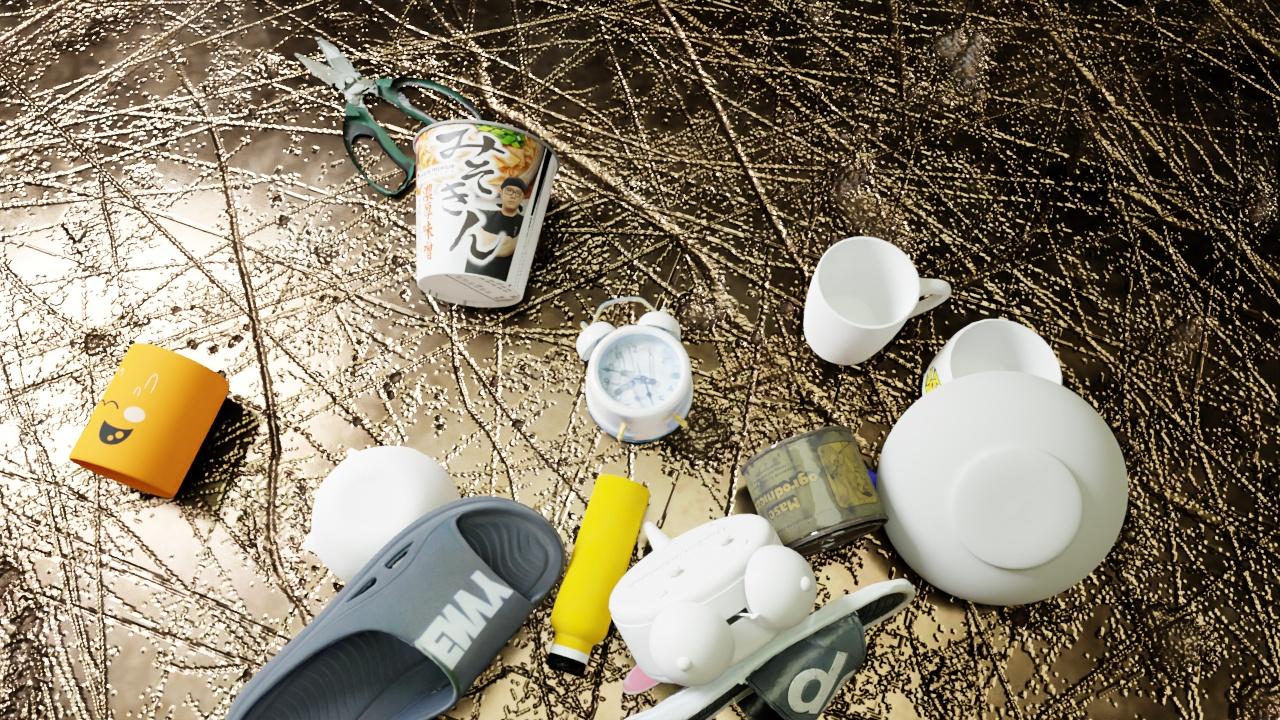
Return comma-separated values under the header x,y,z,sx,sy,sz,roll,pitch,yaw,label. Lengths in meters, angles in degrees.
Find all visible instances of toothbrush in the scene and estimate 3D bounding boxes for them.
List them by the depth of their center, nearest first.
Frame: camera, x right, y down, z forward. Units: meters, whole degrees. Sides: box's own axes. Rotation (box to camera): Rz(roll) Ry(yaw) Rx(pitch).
x,y,z,sx,sy,sz,roll,pitch,yaw,label
0.043,0.204,0.680,0.134,0.016,0.021,-32,69,-14,toothbrush

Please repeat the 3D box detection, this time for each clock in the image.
x,y,z,sx,sy,sz,roll,pitch,yaw,label
0.041,0.152,0.622,0.125,0.161,0.073,-29,96,-13,clock
-0.004,0.004,0.747,0.089,0.052,0.125,-12,65,-5,clock

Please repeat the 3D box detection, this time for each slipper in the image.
x,y,z,sx,sy,sz,roll,pitch,yaw,label
0.078,0.234,0.620,0.263,0.111,0.063,-24,60,-8,slipper
-0.167,0.196,0.626,0.267,0.083,0.110,-39,101,-12,slipper

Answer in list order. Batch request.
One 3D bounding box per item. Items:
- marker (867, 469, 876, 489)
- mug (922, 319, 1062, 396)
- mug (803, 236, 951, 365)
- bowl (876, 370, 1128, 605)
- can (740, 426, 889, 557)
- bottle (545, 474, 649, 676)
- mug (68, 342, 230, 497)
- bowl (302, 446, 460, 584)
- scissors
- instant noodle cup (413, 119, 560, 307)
x,y,z,sx,sy,sz,roll,pitch,yaw,label
0.229,0.120,0.717,0.141,0.020,0.020,26,69,9,marker
0.281,0.030,0.730,0.094,0.068,0.115,-8,67,-5,mug
0.192,-0.045,0.749,0.114,0.088,0.080,-4,67,-3,mug
0.263,0.098,0.659,0.177,0.066,0.176,1,98,9,bowl
0.129,0.102,0.685,0.090,0.090,0.074,-16,68,-8,can
-0.034,0.159,0.683,0.043,0.043,0.143,16,68,6,bottle
-0.389,0.046,0.715,0.113,0.077,0.095,2,63,34,mug
-0.196,0.114,0.694,0.114,0.051,0.114,0,67,-1,bowl
-0.238,-0.256,0.870,0.137,0.015,0.209,-33,73,-10,scissors
-0.134,-0.115,0.764,0.123,0.124,0.121,4,76,1,instant noodle cup
